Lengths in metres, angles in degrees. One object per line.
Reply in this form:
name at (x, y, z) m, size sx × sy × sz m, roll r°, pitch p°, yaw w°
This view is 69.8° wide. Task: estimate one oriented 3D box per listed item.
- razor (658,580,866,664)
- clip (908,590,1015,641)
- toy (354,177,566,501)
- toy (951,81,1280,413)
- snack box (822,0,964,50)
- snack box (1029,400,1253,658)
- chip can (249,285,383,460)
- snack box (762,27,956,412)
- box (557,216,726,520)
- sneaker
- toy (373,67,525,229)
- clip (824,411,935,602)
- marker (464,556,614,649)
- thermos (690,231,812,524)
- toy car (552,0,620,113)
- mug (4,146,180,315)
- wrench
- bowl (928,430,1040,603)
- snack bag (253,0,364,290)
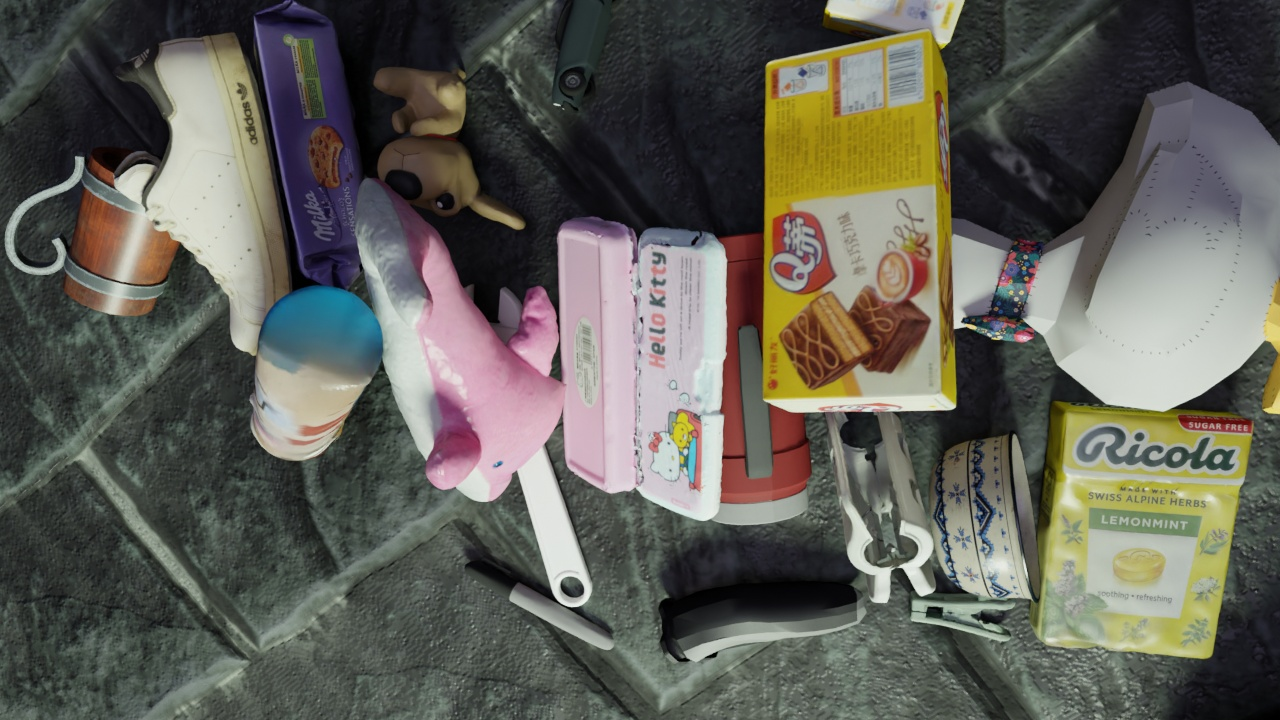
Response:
razor at (0.094, 0.196, 0.704) m, size 0.156 × 0.057 × 0.060 m, roll -18°, pitch 128°, yaw 13°
clip at (0.241, 0.188, 0.690) m, size 0.074 × 0.023 × 0.035 m, roll 4°, pitch 102°, yaw 11°
toy at (-0.115, -0.007, 0.638) m, size 0.127 × 0.186 × 0.266 m, roll -22°, pitch 134°, yaw -10°
toy at (0.297, -0.053, 0.584) m, size 0.268 × 0.140 × 0.247 m, roll 27°, pitch 103°, yaw 22°
snack box at (0.175, -0.265, 0.598) m, size 0.083 × 0.061 × 0.106 m, roll 18°, pitch 103°, yaw 7°
snack box at (0.347, 0.122, 0.647) m, size 0.121 × 0.045 × 0.181 m, roll 4°, pitch 101°, yaw 10°
chip can at (-0.232, 0.017, 0.641) m, size 0.079 × 0.230 × 0.079 m, roll 6°, pitch 74°, yaw -22°
snack box at (0.138, -0.083, 0.587) m, size 0.110 × 0.061 × 0.230 m, roll -3°, pitch 79°, yaw 27°
box at (-0.006, 0.004, 0.646) m, size 0.155 × 0.044 × 0.201 m, roll 19°, pitch 115°, yaw 49°
sneaker at (-0.317, -0.108, 0.663) m, size 0.102 × 0.089 × 0.242 m, roll -13°, pitch 120°, yaw -28°
toy at (-0.150, -0.154, 0.662) m, size 0.134 × 0.105 × 0.108 m, roll 11°, pitch 113°, yaw 11°
clip at (0.177, 0.102, 0.641) m, size 0.092 × 0.125 × 0.151 m, roll -24°, pitch 119°, yaw 21°
marker at (-0.082, 0.198, 0.753) m, size 0.138 × 0.016 × 0.022 m, roll 27°, pitch 80°, yaw 3°
thermos at (0.073, 0.012, 0.643) m, size 0.084 × 0.108 × 0.198 m, roll -7°, pitch 97°, yaw -1°
toy car at (-0.041, -0.233, 0.650) m, size 0.034 × 0.046 × 0.112 m, roll 18°, pitch 101°, yaw 5°
mug at (-0.418, -0.104, 0.713) m, size 0.117 × 0.081 × 0.111 m, roll 18°, pitch 110°, yaw -30°
wrench at (-0.090, 0.070, 0.730) m, size 0.066 × 0.018 × 0.273 m, roll -15°, pitch 99°, yaw 13°
bowl at (0.235, 0.109, 0.634) m, size 0.059 × 0.115 × 0.115 m, roll -9°, pitch 99°, yaw 26°
snack bag at (-0.239, -0.149, 0.675) m, size 0.058 × 0.096 × 0.205 m, roll -12°, pitch 100°, yaw -23°
